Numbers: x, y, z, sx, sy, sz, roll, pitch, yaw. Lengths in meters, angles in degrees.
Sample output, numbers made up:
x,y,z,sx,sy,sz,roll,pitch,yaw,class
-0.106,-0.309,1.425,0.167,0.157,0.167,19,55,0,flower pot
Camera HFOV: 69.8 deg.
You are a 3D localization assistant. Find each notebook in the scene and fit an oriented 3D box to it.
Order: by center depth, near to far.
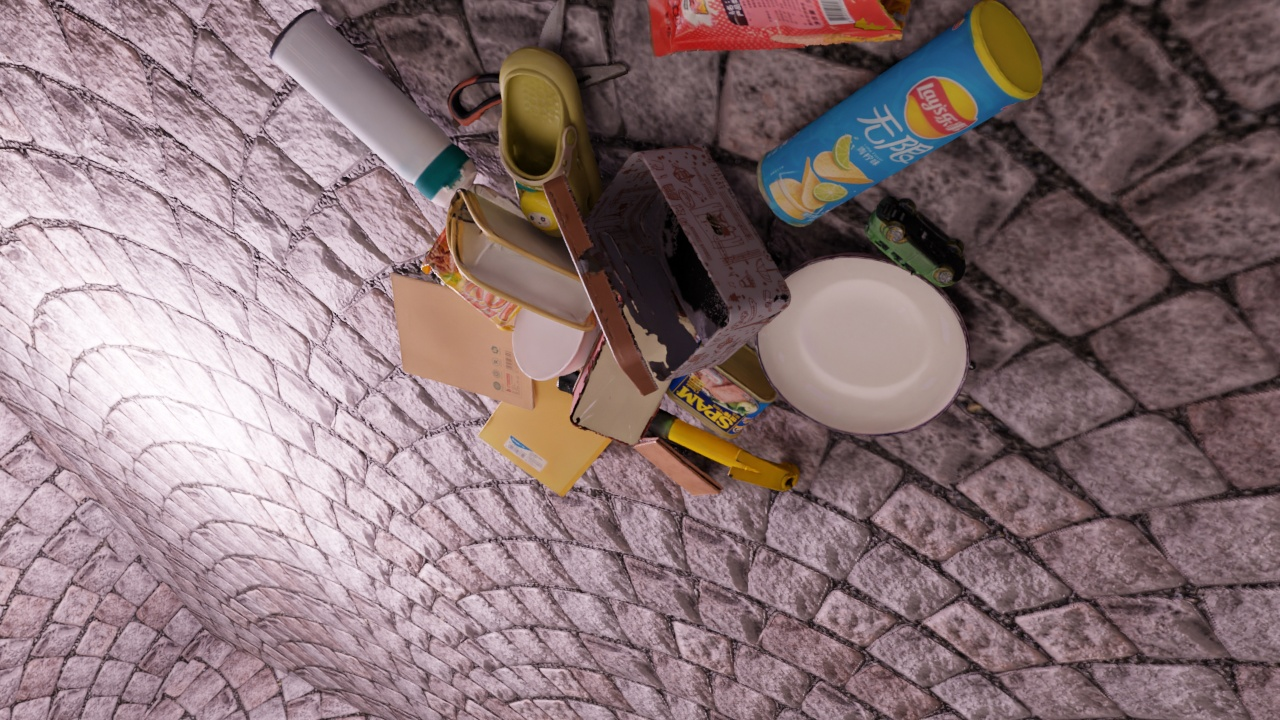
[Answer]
x,y,z,sx,sy,sz,roll,pitch,yaw,class
-0.225,-0.025,1.160,0.208,0.008,0.148,15,123,23,notebook
-0.112,0.081,1.179,0.146,0.010,0.207,36,129,-3,notebook

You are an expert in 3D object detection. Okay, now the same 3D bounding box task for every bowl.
x,y,z,sx,sy,sz,roll,pitch,yaw,class
-0.080,-0.032,1.018,0.119,0.118,0.064,-10,164,42,bowl

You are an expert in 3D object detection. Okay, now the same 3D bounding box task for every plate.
x,y,z,sx,sy,sz,roll,pitch,yaw,class
0.202,-0.018,0.839,0.192,0.038,0.193,13,127,18,plate

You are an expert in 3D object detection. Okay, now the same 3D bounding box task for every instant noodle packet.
x,y,z,sx,sy,sz,roll,pitch,yaw,class
-0.166,-0.102,1.002,0.128,0.044,0.111,40,113,-3,instant noodle packet

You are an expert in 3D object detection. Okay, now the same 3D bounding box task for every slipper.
x,y,z,sx,sy,sz,roll,pitch,yaw,class
-0.094,-0.186,0.837,0.092,0.081,0.191,13,135,22,slipper

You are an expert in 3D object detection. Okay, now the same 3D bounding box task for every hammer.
x,y,z,sx,sy,sz,roll,pitch,yaw,class
0.036,0.077,1.047,0.301,0.033,0.128,24,-178,22,hammer

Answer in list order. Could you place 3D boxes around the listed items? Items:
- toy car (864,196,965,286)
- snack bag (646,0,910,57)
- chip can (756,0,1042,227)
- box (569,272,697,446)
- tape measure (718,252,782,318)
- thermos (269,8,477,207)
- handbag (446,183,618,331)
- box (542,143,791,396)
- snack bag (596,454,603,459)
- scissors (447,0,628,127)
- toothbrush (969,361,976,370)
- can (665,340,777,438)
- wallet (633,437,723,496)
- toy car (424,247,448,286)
x,y,z,sx,sy,sz,roll,pitch,yaw,class
0.226,-0.095,0.753,0.091,0.043,0.036,37,140,-1,toy car
0.085,-0.279,0.648,0.208,0.073,0.129,13,134,33,snack bag
0.181,-0.174,0.678,0.071,0.071,0.211,46,141,-14,chip can
-0.006,0.005,0.942,0.091,0.078,0.169,21,119,-10,box
0.103,-0.071,0.850,0.033,0.065,0.066,30,127,9,tape measure
-0.264,-0.249,0.931,0.224,0.073,0.073,43,142,-11,thermos
-0.118,-0.112,0.920,0.163,0.178,0.063,24,112,-34,handbag
-0.005,-0.074,0.792,0.151,0.165,0.182,-45,67,48,box
-0.095,0.099,1.211,0.104,0.026,0.048,47,145,-15,snack bag
-0.101,-0.244,0.858,0.189,0.015,0.226,24,140,13,scissors
0.220,-0.024,0.862,0.190,0.016,0.014,18,131,16,toothbrush
0.088,0.023,0.972,0.102,0.057,0.083,36,140,-3,can
0.045,0.128,1.113,0.101,0.020,0.115,39,166,-7,wallet
-0.197,-0.111,1.056,0.105,0.032,0.048,5,132,16,toy car
